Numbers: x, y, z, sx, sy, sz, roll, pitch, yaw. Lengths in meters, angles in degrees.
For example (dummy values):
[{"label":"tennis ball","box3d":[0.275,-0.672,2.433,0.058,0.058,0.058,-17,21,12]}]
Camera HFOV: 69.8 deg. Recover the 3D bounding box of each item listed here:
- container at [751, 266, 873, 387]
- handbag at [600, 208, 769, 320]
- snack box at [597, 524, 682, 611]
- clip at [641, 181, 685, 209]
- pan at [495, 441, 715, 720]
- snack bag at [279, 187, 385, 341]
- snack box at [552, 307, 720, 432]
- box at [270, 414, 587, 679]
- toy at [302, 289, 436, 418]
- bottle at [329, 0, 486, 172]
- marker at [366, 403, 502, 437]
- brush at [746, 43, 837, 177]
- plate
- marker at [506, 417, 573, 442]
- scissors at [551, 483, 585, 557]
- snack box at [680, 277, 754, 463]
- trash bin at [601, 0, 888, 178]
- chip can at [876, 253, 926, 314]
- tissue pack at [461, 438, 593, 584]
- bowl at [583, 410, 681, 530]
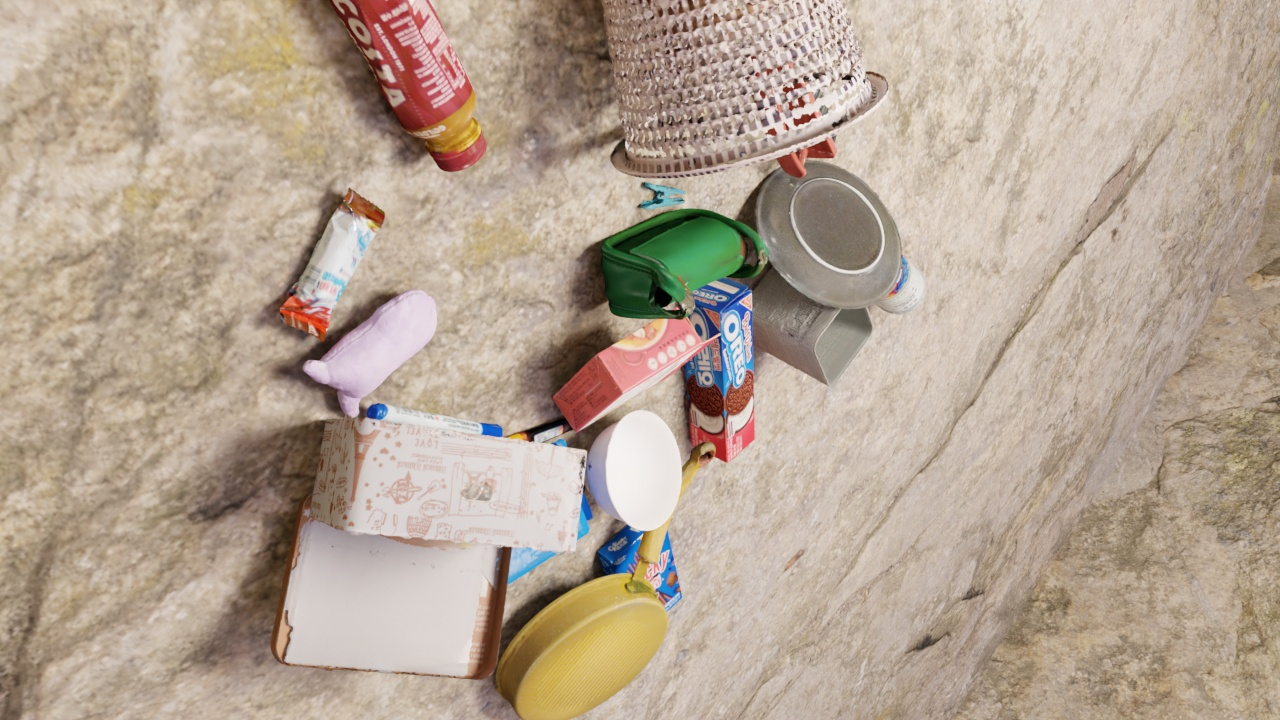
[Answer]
[{"label":"container","box3d":[0.182,-0.044,1.024,0.090,0.114,0.090,-51,140,-14]},{"label":"handbag","box3d":[0.036,-0.084,0.835,0.131,0.120,0.068,-27,124,-34]},{"label":"snack box","box3d":[0.002,0.251,1.067,0.084,0.026,0.157,-37,135,-27]},{"label":"clip","box3d":[0.023,-0.155,0.863,0.056,0.015,0.049,-9,115,-46]},{"label":"pan","box3d":[-0.018,0.242,0.984,0.358,0.078,0.197,-51,142,10]},{"label":"snack bag","box3d":[-0.214,-0.067,0.642,0.104,0.026,0.048,-60,153,-3]},{"label":"snack box","box3d":[-0.005,0.005,0.854,0.126,0.044,0.113,-31,174,-34]},{"label":"box","box3d":[-0.160,0.149,0.681,0.183,0.157,0.192,12,78,-27]},{"label":"toy","box3d":[-0.194,-0.009,0.688,0.107,0.039,0.084,-47,157,-20]},{"label":"bottle","box3d":[-0.153,-0.204,0.602,0.057,0.057,0.175,-45,138,-20]},{"label":"marker","box3d":[-0.167,0.053,0.761,0.145,0.017,0.017,19,97,-56]},{"label":"brush","box3d":[0.144,-0.248,0.904,0.146,0.063,0.069,50,60,-48]},{"label":"plate","box3d":[0.204,-0.139,0.968,0.179,0.179,0.024,-37,176,-28]},{"label":"marker","box3d":[-0.101,0.071,0.859,0.123,0.015,0.018,-18,126,-44]},{"label":"scissors","box3d":[-0.118,0.161,0.893,0.159,0.014,0.170,-47,138,-18]},{"label":"snack box","box3d":[0.085,0.012,0.996,0.057,0.058,0.208,-35,134,-34]},{"label":"trash bin","box3d":[0.060,-0.269,0.699,0.226,0.228,0.192,-35,122,-30]},{"label":"chip can","box3d":[0.286,-0.114,1.118,0.214,0.071,0.071,20,96,-56]},{"label":"tissue pack","box3d":[-0.117,0.143,0.838,0.156,0.052,0.095,-27,109,-36]},{"label":"bowl","box3d":[-0.018,0.112,0.920,0.118,0.065,0.118,13,72,-49]}]
